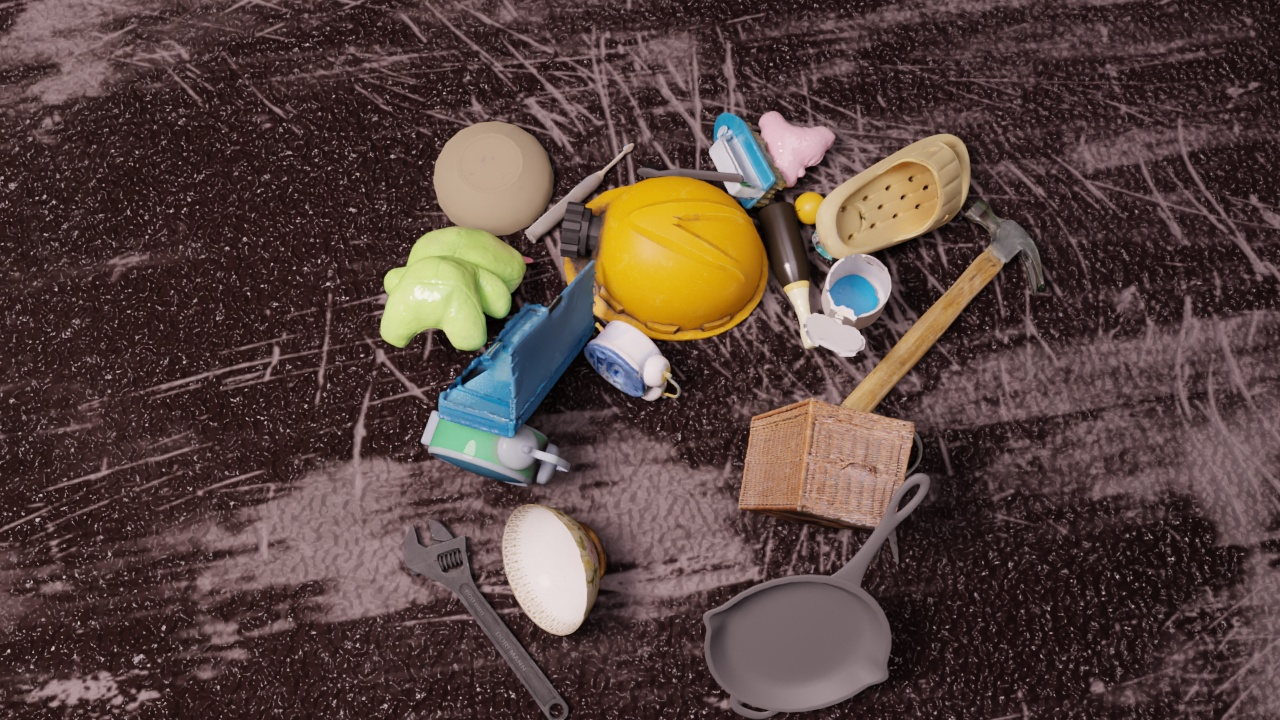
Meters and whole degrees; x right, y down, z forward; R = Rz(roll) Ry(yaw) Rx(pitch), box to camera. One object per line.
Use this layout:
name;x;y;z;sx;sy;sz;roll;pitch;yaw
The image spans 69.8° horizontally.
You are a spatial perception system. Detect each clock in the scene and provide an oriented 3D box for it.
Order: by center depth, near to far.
clock;-0.151;0.094;1.014;0.162;0.122;0.075;11;74;26
clock;-0.006;0.006;1.069;0.125;0.089;0.051;36;70;9

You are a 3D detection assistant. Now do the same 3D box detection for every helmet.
helmet;0.035;-0.139;1.088;0.255;0.131;0.205;9;74;0

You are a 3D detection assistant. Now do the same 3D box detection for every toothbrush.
toothbrush;0.059;-0.228;1.124;0.167;0.013;0.013;16;58;42
toothbrush;-0.073;-0.216;1.161;0.185;0.024;0.022;-45;120;-12

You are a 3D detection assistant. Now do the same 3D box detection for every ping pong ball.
ping pong ball;0.213;-0.191;1.152;0.040;0.040;0.040;0;75;-2

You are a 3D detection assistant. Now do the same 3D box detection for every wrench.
wrench;-0.171;0.289;1.024;0.073;0.018;0.273;-38;81;-11

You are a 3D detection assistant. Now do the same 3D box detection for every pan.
pan;0.190;0.244;0.939;0.216;0.024;0.355;22;117;-12

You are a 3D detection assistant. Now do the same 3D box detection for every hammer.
hammer;0.365;-0.048;1.125;0.132;0.033;0.330;43;79;8

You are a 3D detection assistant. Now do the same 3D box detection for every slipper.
slipper;0.325;-0.192;1.101;0.260;0.079;0.111;-26;111;-24

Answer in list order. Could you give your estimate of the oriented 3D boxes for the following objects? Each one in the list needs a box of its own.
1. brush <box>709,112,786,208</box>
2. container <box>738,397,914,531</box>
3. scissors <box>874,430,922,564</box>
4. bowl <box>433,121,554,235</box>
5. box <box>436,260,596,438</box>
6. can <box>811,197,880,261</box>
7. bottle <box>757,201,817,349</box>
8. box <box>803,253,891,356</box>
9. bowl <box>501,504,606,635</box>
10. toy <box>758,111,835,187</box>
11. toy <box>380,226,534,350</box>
brush;0.120;-0.256;1.139;0.075;0.056;0.135;4;53;-39
container;0.192;0.117;0.988;0.113;0.199;0.112;14;79;-10
scissors;0.294;0.149;1.076;0.150;0.013;0.165;-32;76;-9
bowl;-0.186;-0.235;1.147;0.152;0.050;0.152;0;75;-2
box;-0.128;-0.028;0.996;0.094;0.112;0.230;14;33;14
can;0.260;-0.175;1.142;0.055;0.055;0.101;33;76;7
bottle;0.188;-0.102;1.125;0.045;0.045;0.184;-11;75;-5
box;0.240;-0.057;1.069;0.084;0.147;0.136;32;87;12
bowl;-0.084;0.220;1.005;0.063;0.146;0.145;-14;72;-45
toy;0.188;-0.264;1.165;0.099;0.053;0.095;19;78;8
toy;-0.212;-0.095;1.052;0.150;0.107;0.196;5;42;3
